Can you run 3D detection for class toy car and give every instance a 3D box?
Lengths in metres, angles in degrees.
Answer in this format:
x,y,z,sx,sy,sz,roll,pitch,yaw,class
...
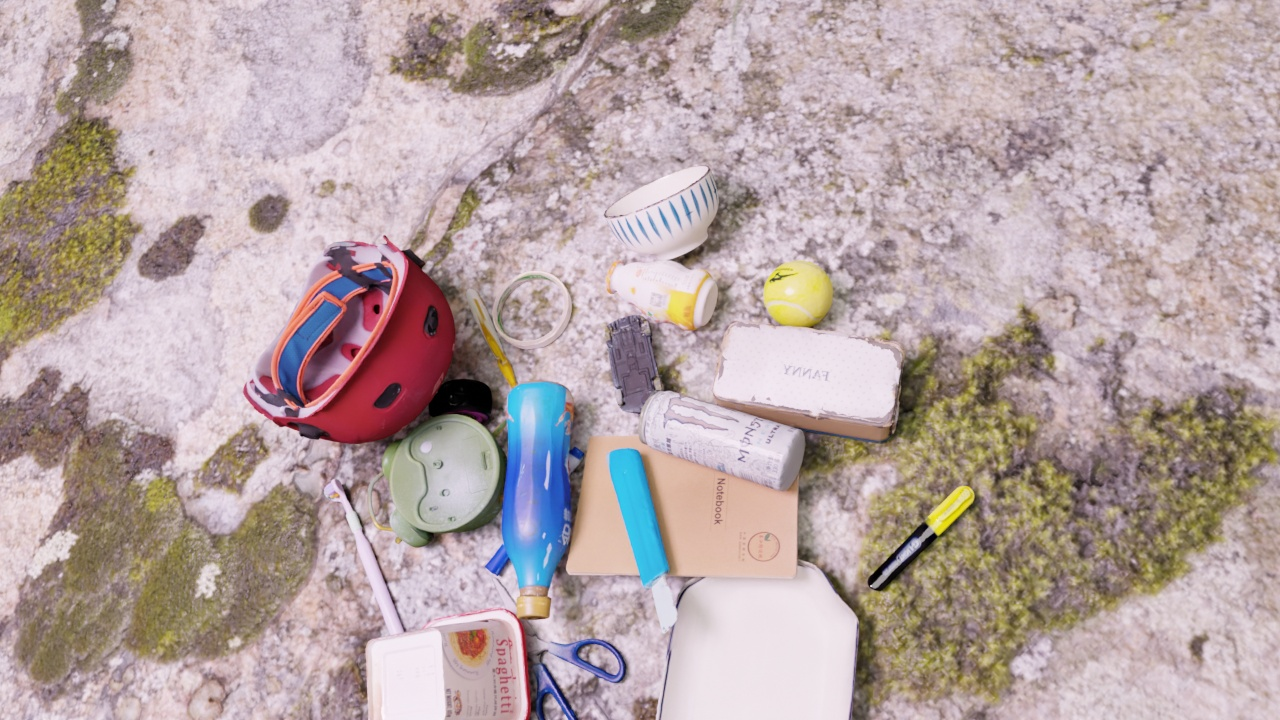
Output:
x,y,z,sx,sy,sz,roll,pitch,yaw,class
-0.005,0.005,0.915,0.049,0.031,0.105,-15,66,10,toy car

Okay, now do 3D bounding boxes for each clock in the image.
x,y,z,sx,sy,sz,roll,pitch,yaw,class
-0.200,0.121,0.913,0.161,0.056,0.116,-18,67,8,clock

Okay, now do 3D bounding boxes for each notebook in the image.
x,y,z,sx,sy,sz,roll,pitch,yaw,class
0.041,0.131,0.849,0.208,0.008,0.147,-2,53,15,notebook

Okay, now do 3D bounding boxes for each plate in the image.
x,y,z,sx,sy,sz,roll,pitch,yaw,class
0.097,0.299,0.782,0.162,0.034,0.265,4,72,17,plate

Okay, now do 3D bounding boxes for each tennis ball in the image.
x,y,z,sx,sy,sz,roll,pitch,yaw,class
0.151,-0.063,0.878,0.065,0.065,0.065,-5,70,13,tennis ball

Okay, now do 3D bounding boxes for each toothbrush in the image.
x,y,z,sx,sy,sz,roll,pitch,yaw,class
-0.148,-0.002,0.963,0.016,0.018,0.191,-29,66,2,toothbrush
-0.277,0.203,0.925,0.021,0.029,0.189,-17,62,-33,toothbrush

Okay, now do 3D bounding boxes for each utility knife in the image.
x,y,z,sx,sy,sz,roll,pitch,yaw,class
0.003,0.155,0.823,0.034,0.018,0.187,-26,50,10,utility knife

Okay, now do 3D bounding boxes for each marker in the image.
x,y,z,sx,sy,sz,roll,pitch,yaw,class
-0.103,0.147,0.899,0.017,0.017,0.145,33,82,23,marker
0.245,0.156,0.803,0.124,0.015,0.018,-44,63,-1,marker

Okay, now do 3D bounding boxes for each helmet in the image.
x,y,z,sx,sy,sz,roll,pitch,yaw,class
-0.261,-0.005,0.908,0.240,0.144,0.206,10,69,48,helmet

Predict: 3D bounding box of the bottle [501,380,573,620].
x,y,z,sx,sy,sz,roll,pitch,yaw,class
-0.097,0.128,0.856,0.065,0.065,0.218,-6,66,13,bottle

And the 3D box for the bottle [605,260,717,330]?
x,y,z,sx,sy,sz,roll,pitch,yaw,class
0.020,-0.070,0.917,0.108,0.063,0.063,18,76,20,bottle

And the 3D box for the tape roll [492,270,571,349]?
x,y,z,sx,sy,sz,roll,pitch,yaw,class
-0.115,-0.054,0.975,0.086,0.014,0.085,-5,70,13,tape roll

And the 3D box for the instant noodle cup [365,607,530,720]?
x,y,z,sx,sy,sz,roll,pitch,yaw,class
-0.171,0.280,0.805,0.117,0.124,0.116,-15,69,17,instant noodle cup

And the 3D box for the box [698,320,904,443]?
x,y,z,sx,sy,sz,roll,pitch,yaw,class
0.149,0.018,0.855,0.184,0.061,0.089,10,73,20,box

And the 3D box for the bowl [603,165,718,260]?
x,y,z,sx,sy,sz,roll,pitch,yaw,class
0.028,-0.143,0.928,0.116,0.116,0.066,-24,110,6,bowl

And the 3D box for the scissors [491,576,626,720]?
x,y,z,sx,sy,sz,roll,pitch,yaw,class
-0.092,0.279,0.853,0.164,0.012,0.160,-4,70,16,scissors

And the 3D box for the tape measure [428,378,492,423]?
x,y,z,sx,sy,sz,roll,pitch,yaw,class
-0.180,0.041,0.935,0.057,0.057,0.039,-33,52,49,tape measure

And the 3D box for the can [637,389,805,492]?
x,y,z,sx,sy,sz,roll,pitch,yaw,class
0.073,0.072,0.840,0.147,0.058,0.058,16,76,26,can
